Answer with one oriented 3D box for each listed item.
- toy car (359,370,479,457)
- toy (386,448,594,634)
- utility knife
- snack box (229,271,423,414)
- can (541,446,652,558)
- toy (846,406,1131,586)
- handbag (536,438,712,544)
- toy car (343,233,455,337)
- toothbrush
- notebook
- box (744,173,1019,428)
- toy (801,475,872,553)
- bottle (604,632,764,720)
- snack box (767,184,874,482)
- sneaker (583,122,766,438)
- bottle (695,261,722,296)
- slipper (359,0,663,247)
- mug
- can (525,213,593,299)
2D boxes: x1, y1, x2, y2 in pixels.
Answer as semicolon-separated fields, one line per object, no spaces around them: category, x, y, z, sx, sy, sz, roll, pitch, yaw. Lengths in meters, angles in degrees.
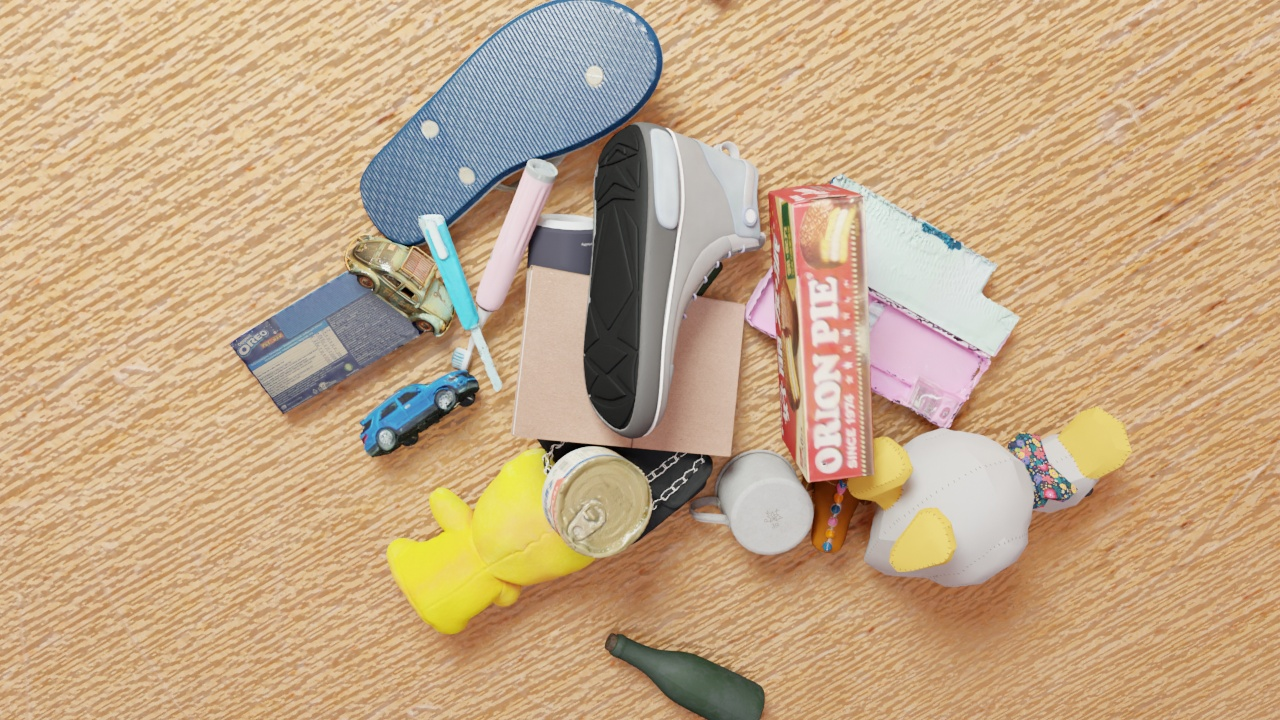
toy car;-0.204;0.045;0.838;0.120;0.056;0.043;-32;83;11
toy;-0.142;0.175;0.865;0.194;0.087;0.134;-30;103;6
utility knife;-0.155;-0.047;0.799;0.022;0.015;0.169;-13;109;9
snack box;-0.281;-0.023;0.827;0.150;0.027;0.082;-29;105;3
can;-0.037;0.117;0.767;0.086;0.043;0.086;-4;100;-23
toy;0.311;0.132;0.860;0.267;0.140;0.247;2;141;-38
handbag;-0.012;0.082;0.833;0.125;0.114;0.154;-34;103;5
toy car;-0.199;-0.070;0.794;0.047;0.047;0.112;-23;128;41
toothbrush;-0.123;-0.074;0.795;0.026;0.027;0.223;28;122;-2
notebook;-0.005;0.005;0.797;0.209;0.008;0.141;8;86;-27
box;0.231;-0.053;0.852;0.230;0.035;0.159;27;103;-11
toy;0.186;0.138;0.870;0.071;0.103;0.090;13;82;10
bottle;0.042;0.324;0.940;0.174;0.055;0.055;29;102;-11
snack box;0.152;-0.027;0.780;0.060;0.113;0.236;-6;106;-1
sneaker;0.039;-0.063;0.772;0.160;0.093;0.256;3;87;-35
bottle;0.036;-0.053;0.843;0.025;0.025;0.106;35;101;-13
slipper;-0.114;-0.201;0.774;0.295;0.060;0.118;-31;101;19
mug;0.105;0.140;0.882;0.113;0.070;0.084;-15;107;-2
can;-0.069;-0.062;0.812;0.064;0.064;0.127;3;106;-5
